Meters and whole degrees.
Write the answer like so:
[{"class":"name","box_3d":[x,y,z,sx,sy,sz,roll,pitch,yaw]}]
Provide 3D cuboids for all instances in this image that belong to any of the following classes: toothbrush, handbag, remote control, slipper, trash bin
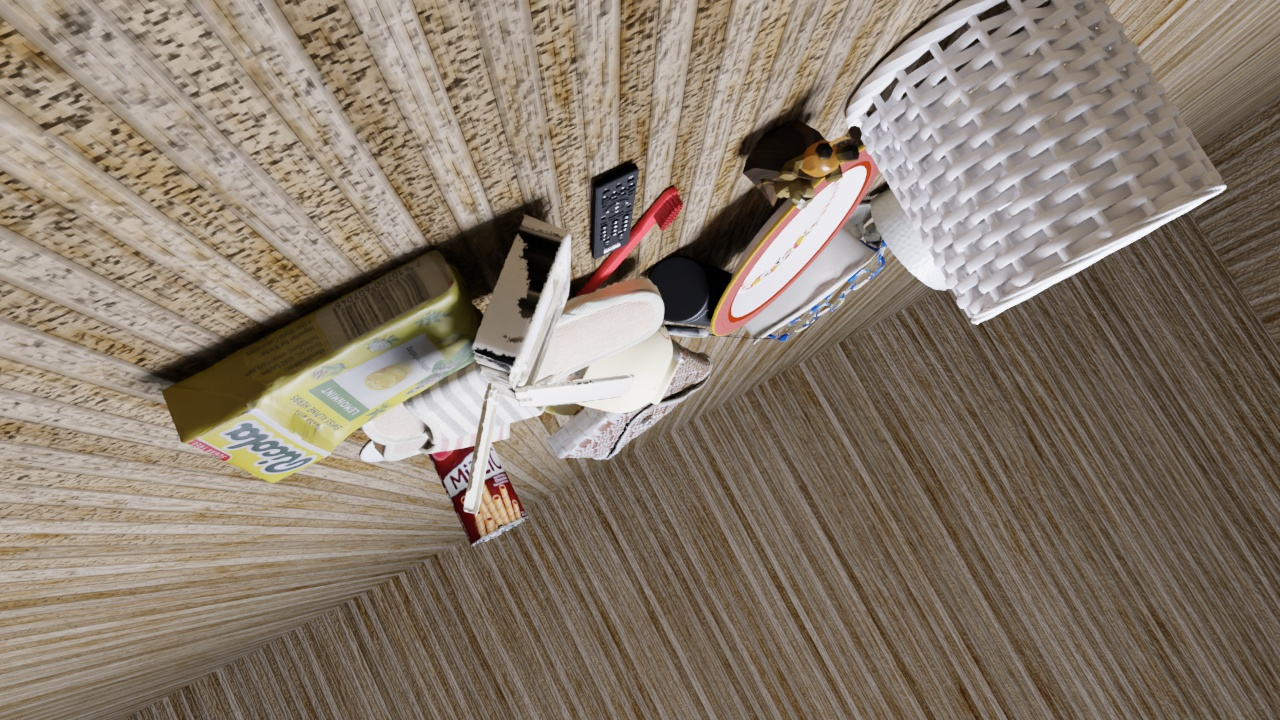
[{"class":"toothbrush","box_3d":[-0.018,-0.077,0.741,0.012,0.018,0.213,-23,170,-33]},{"class":"handbag","box_3d":[-0.005,0.051,1.026,0.186,0.047,0.124,-39,160,12]},{"class":"handbag","box_3d":[0.210,-0.104,1.081,0.199,0.093,0.201,-30,174,-42]},{"class":"remote control","box_3d":[-0.019,-0.100,0.635,0.030,0.009,0.140,-27,171,-8]},{"class":"slipper","box_3d":[-0.100,0.008,0.771,0.272,0.054,0.115,-24,156,-10]},{"class":"slipper","box_3d":[-0.134,0.039,0.899,0.262,0.052,0.115,-25,161,-38]},{"class":"trash bin","box_3d":[0.354,-0.175,0.988,0.162,0.133,0.133,-41,166,35]}]

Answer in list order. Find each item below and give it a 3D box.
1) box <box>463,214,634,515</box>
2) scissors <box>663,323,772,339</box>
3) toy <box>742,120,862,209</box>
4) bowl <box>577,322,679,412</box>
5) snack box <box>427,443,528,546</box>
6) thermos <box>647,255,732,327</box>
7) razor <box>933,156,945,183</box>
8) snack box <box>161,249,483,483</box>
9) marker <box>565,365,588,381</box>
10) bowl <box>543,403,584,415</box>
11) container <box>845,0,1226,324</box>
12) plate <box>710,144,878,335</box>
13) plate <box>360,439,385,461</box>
[{"class":"box","box_3d":[-0.058,0.021,0.601,0.143,0.099,0.184,110,0,-80]},{"class":"scissors","box_3d":[0.056,-0.030,0.977,0.171,0.012,0.157,4,-178,12]},{"class":"toy","box_3d":[0.118,-0.139,0.640,0.076,0.062,0.100,-3,179,-27]},{"class":"bowl","box_3d":[-0.005,0.005,0.888,0.118,0.074,0.118,-62,180,-1]},{"class":"snack box","box_3d":[-0.179,0.133,0.998,0.072,0.121,0.072,-27,171,-5]},{"class":"thermos","box_3d":[0.070,-0.065,0.936,0.061,0.061,0.231,-31,171,16]},{"class":"razor","box_3d":[0.250,-0.190,0.838,0.064,0.053,0.140,4,-179,30]},{"class":"snack box","box_3d":[-0.182,0.008,0.576,0.180,0.045,0.121,-30,163,-8]},{"class":"marker","box_3d":[-0.048,-0.015,0.878,0.017,0.017,0.146,-21,151,-38]},{"class":"bowl","box_3d":[-0.058,0.032,1.082,0.145,0.063,0.145,-30,172,-5]},{"class":"container","box_3d":[0.278,-0.152,0.665,0.189,0.186,0.189,-27,171,-5]},{"class":"plate","box_3d":[0.142,-0.115,0.859,0.229,0.021,0.230,-42,165,-14]},{"class":"plate","box_3d":[-0.202,0.065,0.997,0.208,0.015,0.209,-27,171,-5]}]
